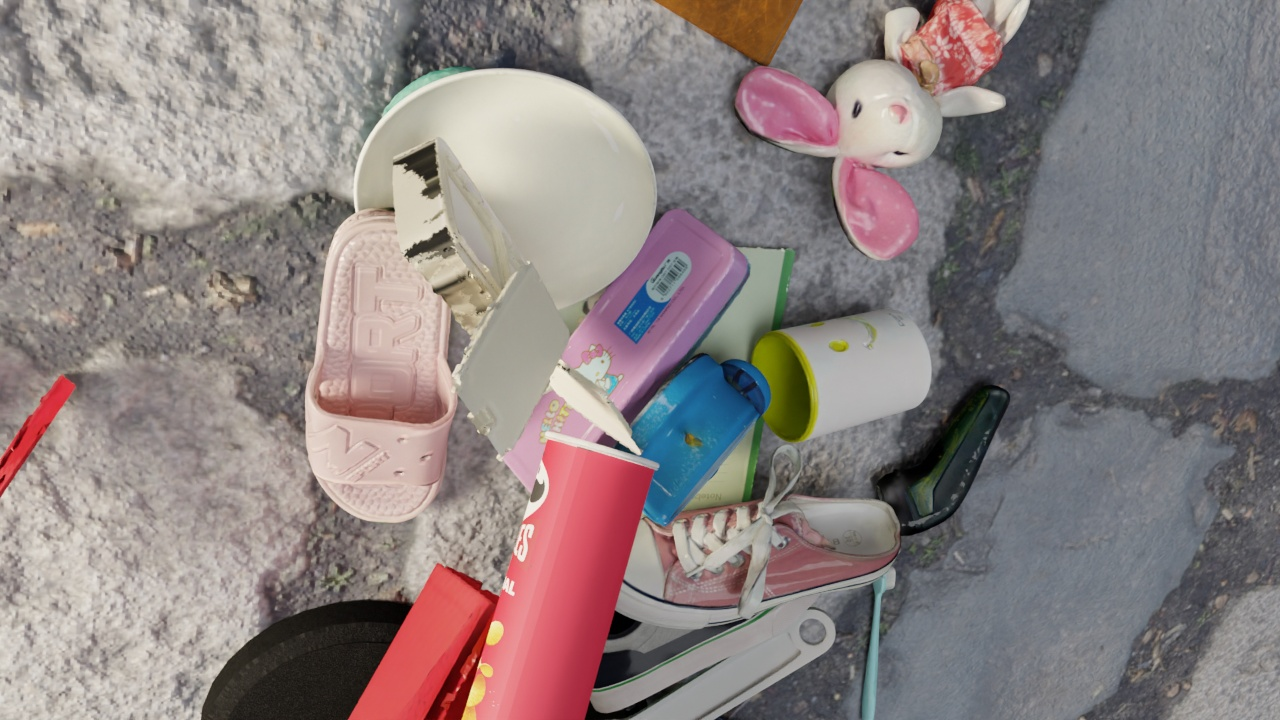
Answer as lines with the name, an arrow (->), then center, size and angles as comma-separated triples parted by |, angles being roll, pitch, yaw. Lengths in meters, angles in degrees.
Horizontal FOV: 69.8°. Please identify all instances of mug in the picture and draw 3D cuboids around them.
mug -> 0.147, 0.009, 0.679 | 0.106, 0.082, 0.083 | -12, 115, -21

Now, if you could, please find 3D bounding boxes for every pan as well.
pan -> -0.160, 0.295, 0.736 | 0.356, 0.034, 0.226 | 4, 109, -18

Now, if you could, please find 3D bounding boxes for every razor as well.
razor -> 0.253, 0.081, 0.771 | 0.067, 0.054, 0.151 | 33, 93, -8

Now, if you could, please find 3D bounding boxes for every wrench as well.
wrench -> 0.044, 0.289, 0.736 | 0.273, 0.018, 0.086 | -34, 84, 9

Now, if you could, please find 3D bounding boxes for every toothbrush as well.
toothbrush -> 0.219, 0.268, 0.851 | 0.016, 0.016, 0.181 | -9, 114, -23

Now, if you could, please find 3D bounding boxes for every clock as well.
clock -> 0.035, 0.051, 0.635 | 0.060, 0.161, 0.117 | 40, 120, 12

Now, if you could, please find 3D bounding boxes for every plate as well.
plate -> -0.082, -0.104, 0.570 | 0.182, 0.034, 0.183 | -5, 136, -5

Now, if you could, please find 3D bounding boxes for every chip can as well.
chip can -> -0.053, 0.156, 0.525 | 0.069, 0.069, 0.220 | 19, 82, -23

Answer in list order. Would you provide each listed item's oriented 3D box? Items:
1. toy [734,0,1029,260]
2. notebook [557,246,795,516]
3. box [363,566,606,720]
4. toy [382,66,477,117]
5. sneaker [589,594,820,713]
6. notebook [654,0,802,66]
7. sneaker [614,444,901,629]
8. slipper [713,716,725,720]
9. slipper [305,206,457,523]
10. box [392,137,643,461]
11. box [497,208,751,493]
toy -> 0.180, -0.178, 0.620 | 0.194, 0.084, 0.159 | -40, 94, 2
notebook -> 0.014, 0.033, 0.695 | 0.181, 0.010, 0.253 | 1, 111, -17
box -> -0.090, 0.309, 0.698 | 0.213, 0.153, 0.325 | -62, 148, -15
toy -> -0.109, -0.139, 0.576 | 0.105, 0.033, 0.085 | 16, 118, -23
sneaker -> 0.049, 0.187, 0.734 | 0.235, 0.084, 0.079 | -27, 100, -6
notebook -> 0.019, -0.318, 0.550 | 0.249, 0.014, 0.179 | 22, 104, -24
sneaker -> 0.083, 0.135, 0.679 | 0.241, 0.118, 0.088 | -7, 146, -7
slipper -> 0.106, 0.384, 0.812 | 0.095, 0.105, 0.253 | -35, 115, 7
slipper -> -0.165, 0.022, 0.586 | 0.094, 0.064, 0.240 | 2, 123, -16
box -> -0.063, -0.024, 0.496 | 0.069, 0.191, 0.143 | -25, 139, 7
box -> -0.012, -0.002, 0.632 | 0.077, 0.096, 0.214 | 38, 98, 8
